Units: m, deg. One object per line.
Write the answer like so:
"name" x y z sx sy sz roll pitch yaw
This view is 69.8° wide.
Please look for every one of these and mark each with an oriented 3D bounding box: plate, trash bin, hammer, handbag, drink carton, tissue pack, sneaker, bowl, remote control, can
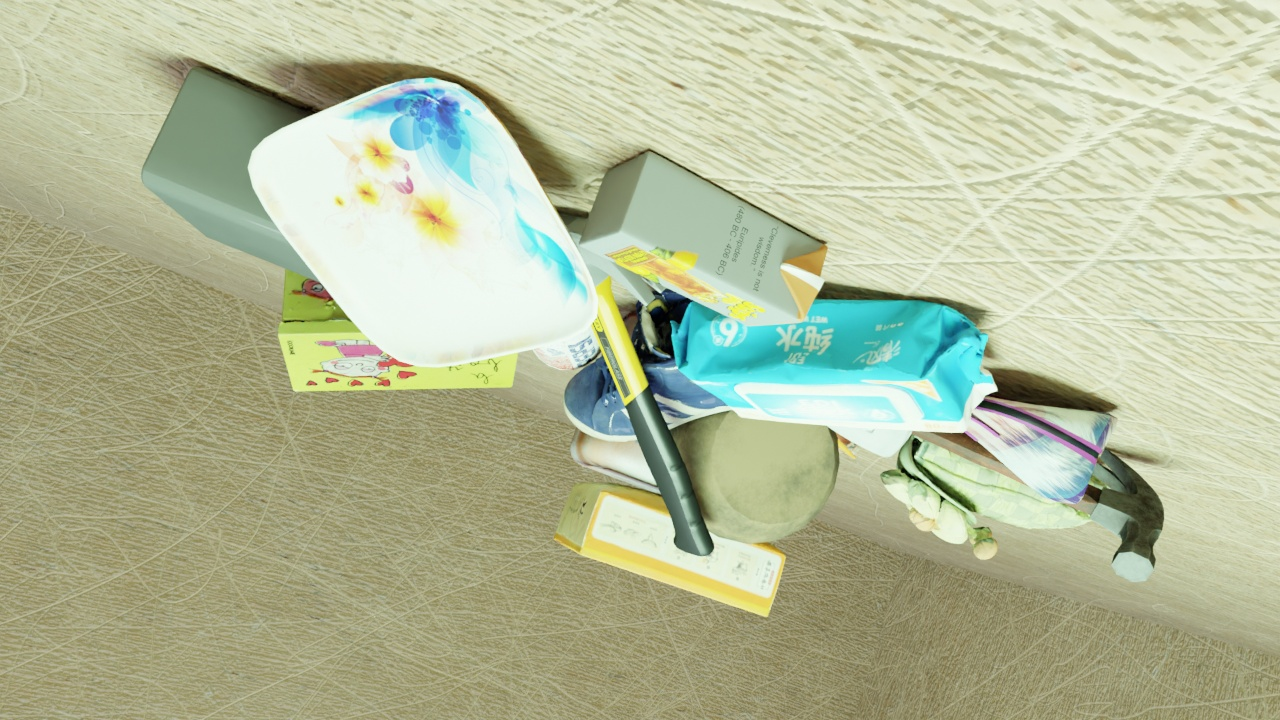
"plate" -0.129 -0.076 0.561 0.187 0.016 0.187 -11 128 28
"trash bin" -0.224 -0.107 0.696 0.220 0.097 0.192 22 171 -8
"hammer" 0.277 0.072 0.769 0.301 0.110 0.028 25 131 21
"handbag" 0.316 0.122 0.841 0.186 0.116 0.113 19 172 14
"drink carton" 0.037 -0.065 0.528 0.124 0.048 0.076 23 171 -23
"tissue pack" 0.134 0.003 0.625 0.210 0.066 0.117 1 160 30
"sneaker" -0.003 0.005 0.780 0.234 0.091 0.118 -10 155 32
"bowl" 0.108 0.087 0.831 0.162 0.162 0.070 22 172 -12
"hammer" -0.001 0.032 0.716 0.127 0.029 0.324 8 131 42
"remote control" 0.173 0.033 0.765 0.114 0.028 0.060 33 133 22
"trash bin" 0.032 0.065 0.990 0.181 0.157 0.260 21 172 -7
"handbag" 0.250 0.039 0.687 0.170 0.068 0.144 25 177 10
"can" -0.071 -0.039 0.833 0.078 0.078 0.136 19 171 4

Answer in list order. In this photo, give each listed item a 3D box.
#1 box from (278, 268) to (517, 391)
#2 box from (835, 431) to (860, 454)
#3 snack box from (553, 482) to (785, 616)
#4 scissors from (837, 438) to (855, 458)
"box" -0.231 -0.029 0.901 0.220 0.082 0.125 2 151 -15
"box" 0.178 0.077 1.108 0.187 0.060 0.058 15 127 31
"snack box" 0.026 0.179 0.918 0.195 0.080 0.145 21 170 -12
"scissors" 0.197 0.069 1.021 0.129 0.011 0.126 38 149 -7
